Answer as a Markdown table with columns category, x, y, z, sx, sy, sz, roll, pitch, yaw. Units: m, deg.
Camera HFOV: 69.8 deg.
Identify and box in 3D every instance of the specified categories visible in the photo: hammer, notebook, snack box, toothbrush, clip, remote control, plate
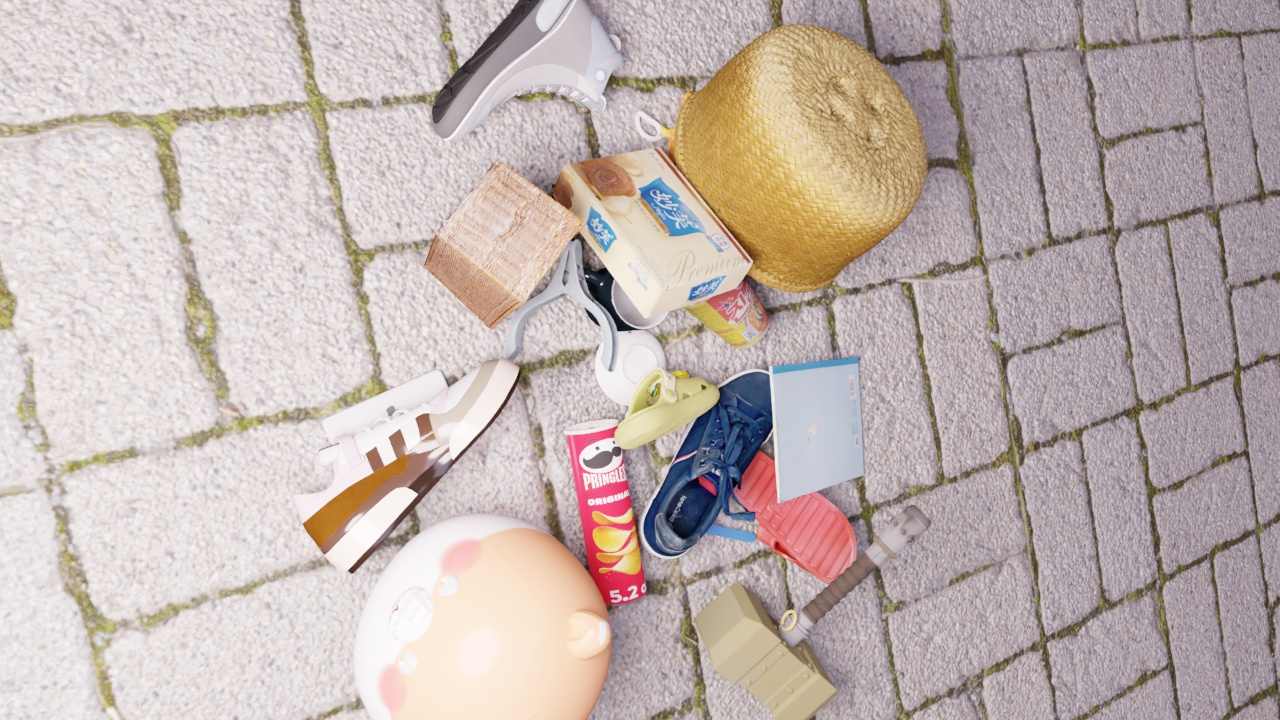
| category | x | y | z | sx | sy | sz | roll | pitch | yaw |
| --- | --- | --- | --- | --- | --- | --- | --- | --- | --- |
| hammer | 0.252 | 0.311 | 1.212 | 0.325 | 0.100 | 0.190 | -44 | 111 | 5 |
| notebook | 0.252 | 0.089 | 1.283 | 0.252 | 0.009 | 0.181 | -4 | 92 | -51 |
| snack box | 0.014 | -0.160 | 1.101 | 0.153 | 0.055 | 0.207 | -21 | 65 | -37 |
| toothbrush | 0.091 | 0.229 | 1.252 | 0.166 | 0.014 | 0.016 | 17 | 80 | -31 |
| clip | -0.071 | -0.041 | 1.084 | 0.164 | 0.031 | 0.169 | 36 | 103 | 14 |
| remote control | -0.287 | 0.058 | 1.051 | 0.146 | 0.008 | 0.045 | -26 | 101 | -25 |
| plate | -0.007 | 0.007 | 1.191 | 0.104 | 0.026 | 0.104 | 1 | 89 | -28 |

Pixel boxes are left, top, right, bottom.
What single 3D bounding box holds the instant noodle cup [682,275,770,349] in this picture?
| category | x | y | z | sx | sy | sz | roll | pitch | yaw |
| --- | --- | --- | --- | --- | --- | --- | --- | --- | --- |
| instant noodle cup | 0.117 | -0.076 | 1.223 | 0.112 | 0.100 | 0.100 | 43 | 71 | -29 |

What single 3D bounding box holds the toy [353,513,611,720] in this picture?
| category | x | y | z | sx | sy | sz | roll | pitch | yaw |
| --- | --- | --- | --- | --- | --- | --- | --- | --- | --- |
| toy | -0.159 | 0.299 | 0.968 | 0.265 | 0.281 | 0.262 | 40 | 71 | -43 |

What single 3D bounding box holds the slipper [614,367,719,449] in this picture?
| category | x | y | z | sx | sy | sz | roll | pitch | yaw |
| --- | --- | --- | --- | --- | --- | --- | --- | --- | --- |
| slipper | 0.022 | 0.054 | 1.155 | 0.081 | 0.092 | 0.190 | 57 | 33 | 8 |

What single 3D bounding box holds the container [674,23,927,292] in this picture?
| category | x | y | z | sx | sy | sz | roll | pitch | yaw |
| --- | --- | --- | --- | --- | --- | --- | --- | --- | --- |
| container | 0.214 | -0.263 | 1.173 | 0.306 | 0.197 | 0.306 | 13 | 64 | -27 |

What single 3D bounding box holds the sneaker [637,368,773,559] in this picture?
| category | x | y | z | sx | sy | sz | roll | pitch | yaw |
| --- | --- | --- | --- | --- | --- | --- | --- | --- | --- |
| sneaker | 0.109 | 0.125 | 1.182 | 0.120 | 0.127 | 0.293 | 36 | 68 | -3 |

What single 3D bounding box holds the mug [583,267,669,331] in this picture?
| category | x | y | z | sx | sy | sz | roll | pitch | yaw |
| --- | --- | --- | --- | --- | --- | --- | --- | --- | --- |
| mug | -0.035 | -0.086 | 1.138 | 0.121 | 0.095 | 0.085 | 24 | 78 | -26 |

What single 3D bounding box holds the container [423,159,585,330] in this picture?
| category | x | y | z | sx | sy | sz | roll | pitch | yaw |
| --- | --- | --- | --- | --- | --- | --- | --- | --- | --- |
| container | -0.158 | -0.123 | 1.015 | 0.112 | 0.199 | 0.113 | 39 | 73 | -10 |

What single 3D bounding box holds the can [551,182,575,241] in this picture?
| category | x | y | z | sx | sy | sz | roll | pitch | yaw |
| --- | --- | --- | --- | --- | --- | --- | --- | --- | --- |
| can | -0.096 | -0.179 | 1.142 | 0.031 | 0.032 | 0.080 | 2 | 89 | -28 |

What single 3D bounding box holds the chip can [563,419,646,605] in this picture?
| category | x | y | z | sx | sy | sz | roll | pitch | yaw |
| --- | --- | --- | --- | --- | --- | --- | --- | --- | --- |
| chip can | -0.043 | 0.188 | 1.146 | 0.069 | 0.069 | 0.220 | -12 | 96 | -28 |

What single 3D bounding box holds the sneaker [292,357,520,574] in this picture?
| category | x | y | z | sx | sy | sz | roll | pitch | yaw |
| --- | --- | --- | --- | --- | --- | --- | --- | --- | --- |
| sneaker | -0.262 | 0.087 | 1.019 | 0.116 | 0.112 | 0.293 | 43 | 72 | -6 |

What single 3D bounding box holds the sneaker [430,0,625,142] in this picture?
| category | x | y | z | sx | sy | sz | roll | pitch | yaw |
| --- | --- | --- | --- | --- | --- | --- | --- | --- | --- |
| sneaker | -0.125 | -0.327 | 1.104 | 0.160 | 0.093 | 0.256 | 43 | 72 | -30 |

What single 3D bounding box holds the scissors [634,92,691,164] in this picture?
| category | x | y | z | sx | sy | sz | roll | pitch | yaw |
| --- | --- | --- | --- | --- | --- | --- | --- | --- | --- |
| scissors | 0.044 | -0.304 | 1.229 | 0.131 | 0.011 | 0.125 | 15 | 81 | -25 |

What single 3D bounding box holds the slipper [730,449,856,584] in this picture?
| category | x | y | z | sx | sy | sz | roll | pitch | yaw |
| --- | --- | --- | --- | --- | --- | --- | --- | --- | --- |
| slipper | 0.200 | 0.213 | 1.282 | 0.249 | 0.059 | 0.103 | 43 | 69 | -4 |
